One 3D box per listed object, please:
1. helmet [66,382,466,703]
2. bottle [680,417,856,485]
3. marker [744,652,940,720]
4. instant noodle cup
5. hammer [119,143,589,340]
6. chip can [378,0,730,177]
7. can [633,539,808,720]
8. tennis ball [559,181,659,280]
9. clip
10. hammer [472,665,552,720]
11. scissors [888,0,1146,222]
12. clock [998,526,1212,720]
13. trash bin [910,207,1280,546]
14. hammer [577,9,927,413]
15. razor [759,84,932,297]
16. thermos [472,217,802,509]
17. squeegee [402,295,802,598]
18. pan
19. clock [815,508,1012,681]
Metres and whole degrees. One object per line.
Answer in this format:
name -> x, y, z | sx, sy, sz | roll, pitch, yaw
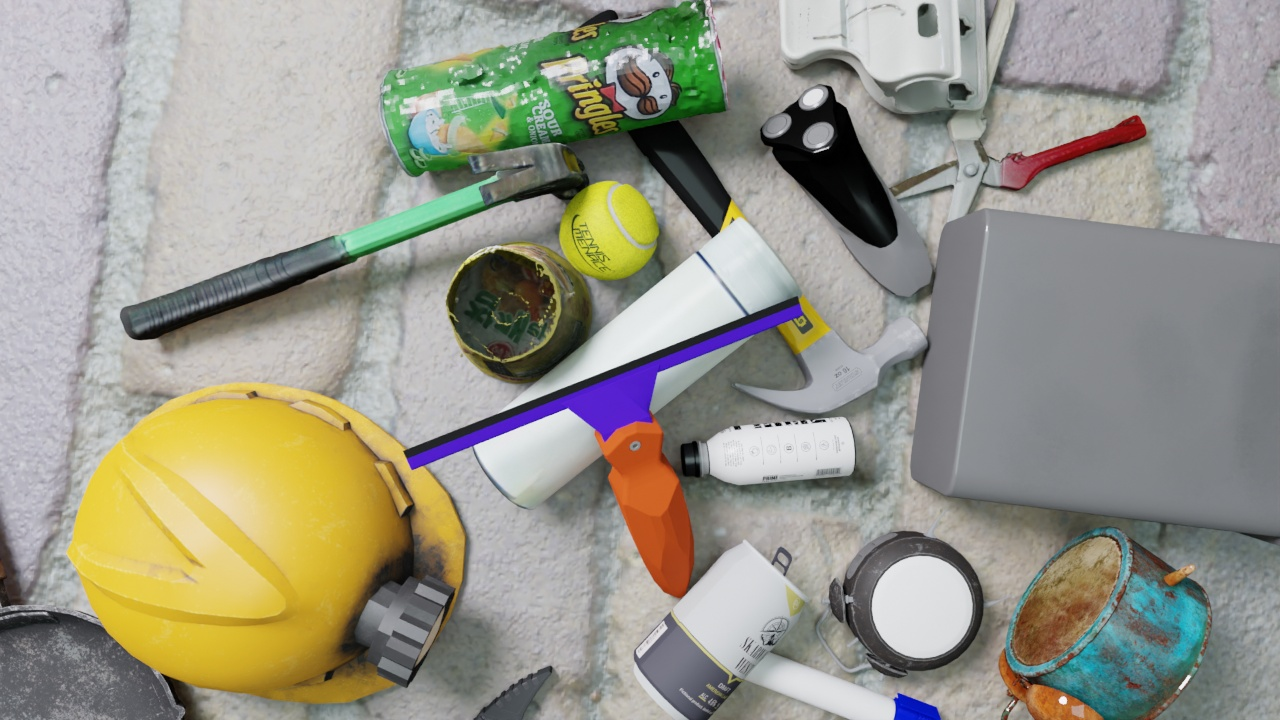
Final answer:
helmet -> -0.246, 0.121, 0.571 | 0.255, 0.131, 0.205 | 25, 88, 1
bottle -> 0.085, 0.063, 0.625 | 0.116, 0.041, 0.041 | -5, 88, -2
marker -> 0.137, 0.229, 0.629 | 0.133, 0.023, 0.027 | 21, 107, -1
instant noodle cup -> -0.083, -0.034, 0.590 | 0.102, 0.108, 0.102 | 0, 90, -2
hammer -> -0.192, -0.075, 0.601 | 0.319, 0.130, 0.032 | -19, 95, 7
chip can -> -0.057, -0.176, 0.598 | 0.223, 0.075, 0.075 | -10, 88, 7
can -> 0.057, 0.175, 0.609 | 0.064, 0.064, 0.127 | 43, 87, 0
tennis ball -> -0.021, -0.087, 0.615 | 0.065, 0.065, 0.065 | 0, 88, -2
clip -> 0.169, -0.237, 0.618 | 0.150, 0.110, 0.126 | 2, 80, -9
hammer -> 0.009, 0.352, 0.628 | 0.095, 0.015, 0.325 | -44, 90, -3
scissors -> 0.256, -0.170, 0.651 | 0.199, 0.015, 0.179 | -13, 90, -1
clock -> 0.290, 0.189, 0.589 | 0.073, 0.121, 0.157 | 36, 94, 4
trash bin -> 0.309, 0.008, 0.602 | 0.220, 0.097, 0.192 | 7, 91, 0
hammer -> 0.054, -0.103, 0.638 | 0.127, 0.029, 0.323 | -36, 88, -2
razor -> 0.147, -0.110, 0.629 | 0.057, 0.060, 0.156 | -36, 109, 9
thermos -> -0.004, 0.003, 0.595 | 0.230, 0.068, 0.068 | -39, 89, 6
squeegee -> 0.005, 0.086, 0.580 | 0.249, 0.055, 0.185 | -21, 126, -7
pan -> -0.421, 0.188, 0.610 | 0.207, 0.040, 0.357 | -18, 88, -2
clock -> 0.181, 0.166, 0.623 | 0.123, 0.044, 0.091 | -36, 89, -2
